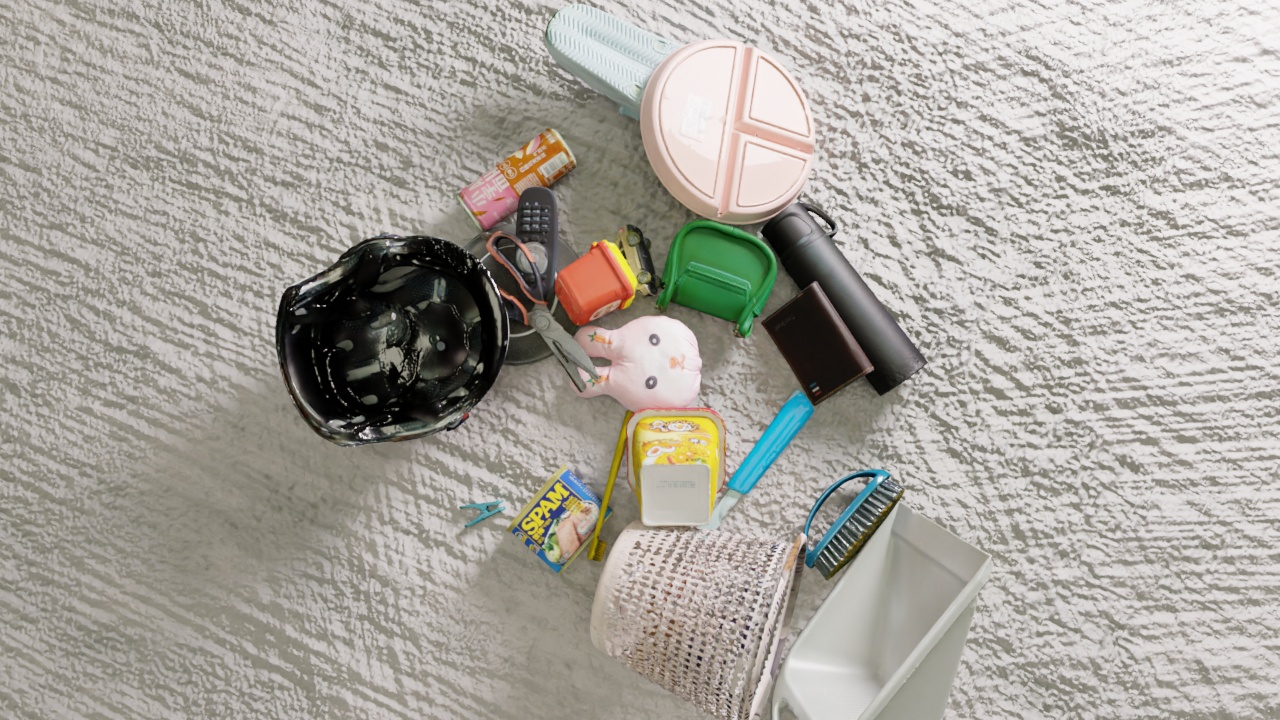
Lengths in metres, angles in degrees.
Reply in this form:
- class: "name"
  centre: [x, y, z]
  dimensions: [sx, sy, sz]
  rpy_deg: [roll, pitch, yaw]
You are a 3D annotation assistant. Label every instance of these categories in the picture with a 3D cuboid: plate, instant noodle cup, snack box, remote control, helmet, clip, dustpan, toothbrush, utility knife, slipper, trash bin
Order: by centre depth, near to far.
- class: "dustpan"
  centre: [0.232, 0.292, 0.972]
  dimensions: [0.142, 0.223, 0.258]
  rpy_deg: [8, 95, -9]
- class: "trash bin"
  centre: [0.059, 0.271, 0.996]
  dimensions: [0.192, 0.227, 0.227]
  rpy_deg: [15, 85, 17]
- class: "instant noodle cup"
  centre: [0.040, 0.123, 1.029]
  dimensions: [0.116, 0.123, 0.116]
  rpy_deg: [-1, 109, 3]
- class: "helmet"
  centre: [-0.266, -0.021, 1.057]
  dimensions: [0.274, 0.156, 0.230]
  rpy_deg: [-23, 88, 7]
- class: "toothbrush"
  centre: [-0.030, 0.142, 1.065]
  dimensions: [0.016, 0.016, 0.189]
  rpy_deg: [23, 60, -15]
- class: "snack box"
  centre: [-0.056, -0.089, 1.082]
  dimensions: [0.080, 0.091, 0.082]
  rpy_deg: [-29, 85, -12]
- class: "plate"
  centre: [0.110, -0.275, 1.087]
  dimensions: [0.229, 0.028, 0.229]
  rpy_deg: [3, 82, -19]
- class: "utility knife"
  centre: [0.133, 0.128, 1.091]
  dimensions: [0.034, 0.018, 0.216]
  rpy_deg: [37, 87, 15]
- class: "remote control"
  centre: [-0.124, -0.140, 1.103]
  dimensions: [0.053, 0.024, 0.136]
  rpy_deg: [4, 94, 10]
- class: "clip"
  centre: [-0.190, 0.182, 1.107]
  dimensions: [0.055, 0.013, 0.038]
  rpy_deg: [-16, 84, 3]
- class: "slipper"
  centre: [-0.003, -0.344, 1.116]
  dimensions: [0.245, 0.074, 0.104]
  rpy_deg: [24, 77, -11]
- class: "plate"
  centre: [-0.154, -0.084, 1.127]
  dimensions: [0.179, 0.024, 0.179]
  rpy_deg: [0, 84, 4]

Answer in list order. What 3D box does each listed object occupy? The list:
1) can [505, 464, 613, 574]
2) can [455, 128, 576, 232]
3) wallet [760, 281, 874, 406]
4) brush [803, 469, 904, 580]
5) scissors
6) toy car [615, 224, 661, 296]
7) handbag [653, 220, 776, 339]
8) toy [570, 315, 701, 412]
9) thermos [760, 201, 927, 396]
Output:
- class: "can"
  centre: [-0.093, 0.187, 1.079]
  dimensions: [0.083, 0.057, 0.102]
  rpy_deg: [41, 88, 4]
- class: "can"
  centre: [-0.151, -0.221, 1.124]
  dimensions: [0.147, 0.058, 0.058]
  rpy_deg: [-35, 83, -1]
- class: "wallet"
  centre: [0.205, -0.019, 1.076]
  dimensions: [0.097, 0.020, 0.122]
  rpy_deg: [-38, 80, 44]
- class: "brush"
  centre: [0.237, 0.181, 1.063]
  dimensions: [0.073, 0.055, 0.144]
  rpy_deg: [41, 88, 22]
- class: "scissors"
  centre: [-0.134, -0.052, 1.093]
  dimensions: [0.204, 0.015, 0.202]
  rpy_deg: [3, 97, 14]
- class: "toy car"
  centre: [-0.003, -0.119, 1.113]
  dimensions: [0.035, 0.042, 0.090]
  rpy_deg: [-22, 78, 23]
- class: "handbag"
  centre: [0.091, -0.097, 1.091]
  dimensions: [0.131, 0.068, 0.120]
  rpy_deg: [18, 83, 4]
- class: "toy"
  centre: [-0.007, 0.006, 1.097]
  dimensions: [0.159, 0.054, 0.121]
  rpy_deg: [1, 83, 10]
- class: "thermos"
  centre: [0.246, -0.081, 1.085]
  dimensions: [0.089, 0.069, 0.242]
  rpy_deg: [-32, 82, -20]
